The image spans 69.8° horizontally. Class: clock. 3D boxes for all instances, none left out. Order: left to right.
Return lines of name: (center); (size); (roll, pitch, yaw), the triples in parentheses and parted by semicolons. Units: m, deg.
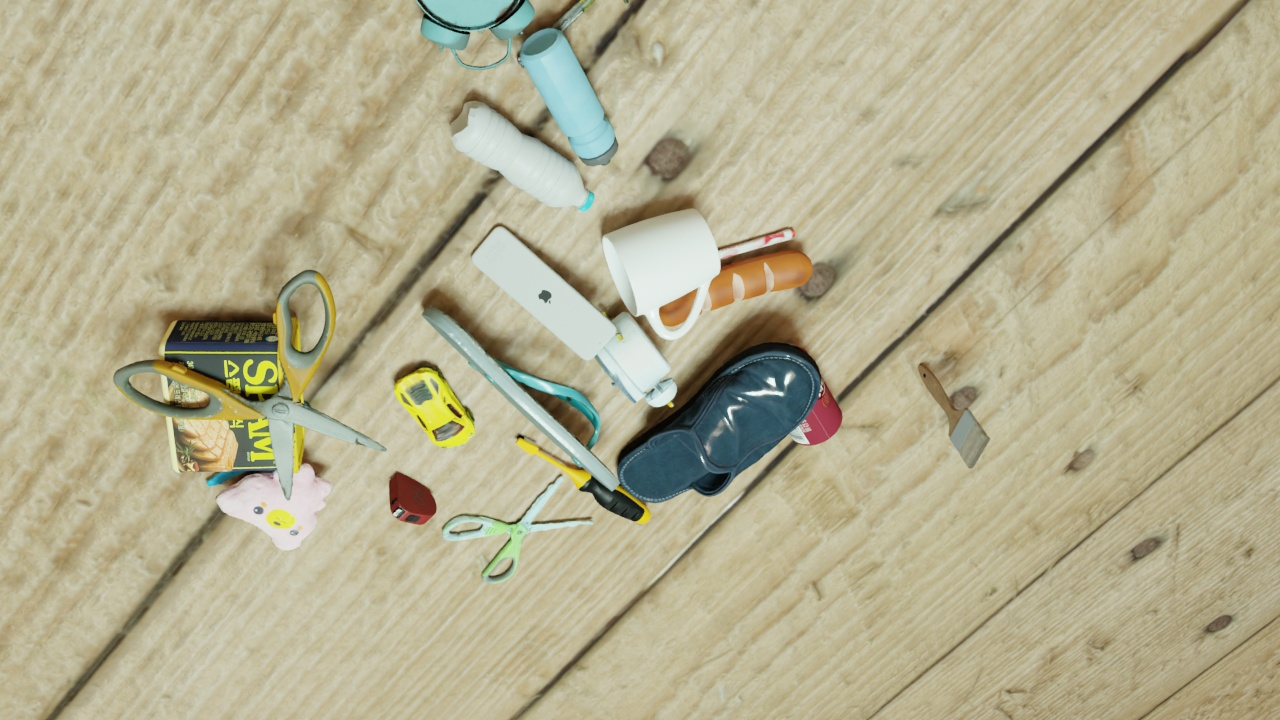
clock: (-0.129, -0.285, 0.696); (0.090, 0.053, 0.124); (-12, 125, -8)
clock: (-0.005, 0.005, 0.912); (0.057, 0.083, 0.117); (-39, 124, 2)

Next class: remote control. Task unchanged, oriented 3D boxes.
remote control: (-0.089, -0.061, 0.849); (0.146, 0.008, 0.045); (41, 106, -8)

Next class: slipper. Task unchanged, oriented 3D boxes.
slipper: (-0.106, 0.028, 0.903); (0.054, 0.098, 0.269); (-50, 118, -12)
slipper: (0.079, 0.089, 0.953); (0.109, 0.083, 0.266); (41, 119, -21)

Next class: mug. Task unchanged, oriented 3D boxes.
mug: (0.027, -0.079, 0.855); (0.087, 0.081, 0.114); (-23, 93, -9)

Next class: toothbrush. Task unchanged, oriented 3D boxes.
toothbrush: (-0.060, 0.133, 1.013); (0.196, 0.030, 0.031); (36, 111, -30)

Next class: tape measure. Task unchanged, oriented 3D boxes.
tape measure: (-0.236, 0.149, 0.950); (0.019, 0.059, 0.051); (-43, 124, 13)

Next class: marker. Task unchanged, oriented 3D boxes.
marker: (0.086, -0.106, 0.907); (0.142, 0.012, 0.013); (-17, 126, -6)

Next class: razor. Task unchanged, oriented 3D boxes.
razor: (-0.060, -0.276, 0.744); (0.106, 0.026, 0.042); (-38, 128, 15)

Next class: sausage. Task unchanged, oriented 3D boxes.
sausage: (0.091, -0.074, 0.910); (0.164, 0.044, 0.039); (-18, 137, -5)

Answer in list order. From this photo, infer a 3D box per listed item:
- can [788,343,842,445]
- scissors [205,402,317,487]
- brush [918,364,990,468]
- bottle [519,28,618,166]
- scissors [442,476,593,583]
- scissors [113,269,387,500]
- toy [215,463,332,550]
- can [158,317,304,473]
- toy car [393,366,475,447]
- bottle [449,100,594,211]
can: (0.172, 0.038, 0.999); (0.063, 0.063, 0.114); (-33, 126, 6)
scissors: (-0.365, 0.086, 0.900); (0.134, 0.011, 0.140); (29, 111, -29)
brush: (0.339, 0.051, 1.010); (0.008, 0.143, 0.045); (1, 131, -16)
bottle: (-0.055, -0.212, 0.766); (0.040, 0.040, 0.130); (-30, 137, 3)
scissors: (-0.141, 0.190, 1.034); (0.165, 0.024, 0.172); (27, 110, -24)
scissors: (-0.312, 0.019, 0.771); (0.225, 0.016, 0.230); (22, 111, -21)
toy: (-0.350, 0.140, 0.902); (0.093, 0.050, 0.102); (-31, 131, 6)
can: (-0.360, 0.032, 0.819); (0.104, 0.075, 0.135); (0, 116, -14)
toy car: (-0.202, 0.049, 0.913); (0.049, 0.030, 0.107); (-29, 128, 2)
bottle: (-0.097, -0.170, 0.788); (0.136, 0.044, 0.044); (29, 110, -31)
